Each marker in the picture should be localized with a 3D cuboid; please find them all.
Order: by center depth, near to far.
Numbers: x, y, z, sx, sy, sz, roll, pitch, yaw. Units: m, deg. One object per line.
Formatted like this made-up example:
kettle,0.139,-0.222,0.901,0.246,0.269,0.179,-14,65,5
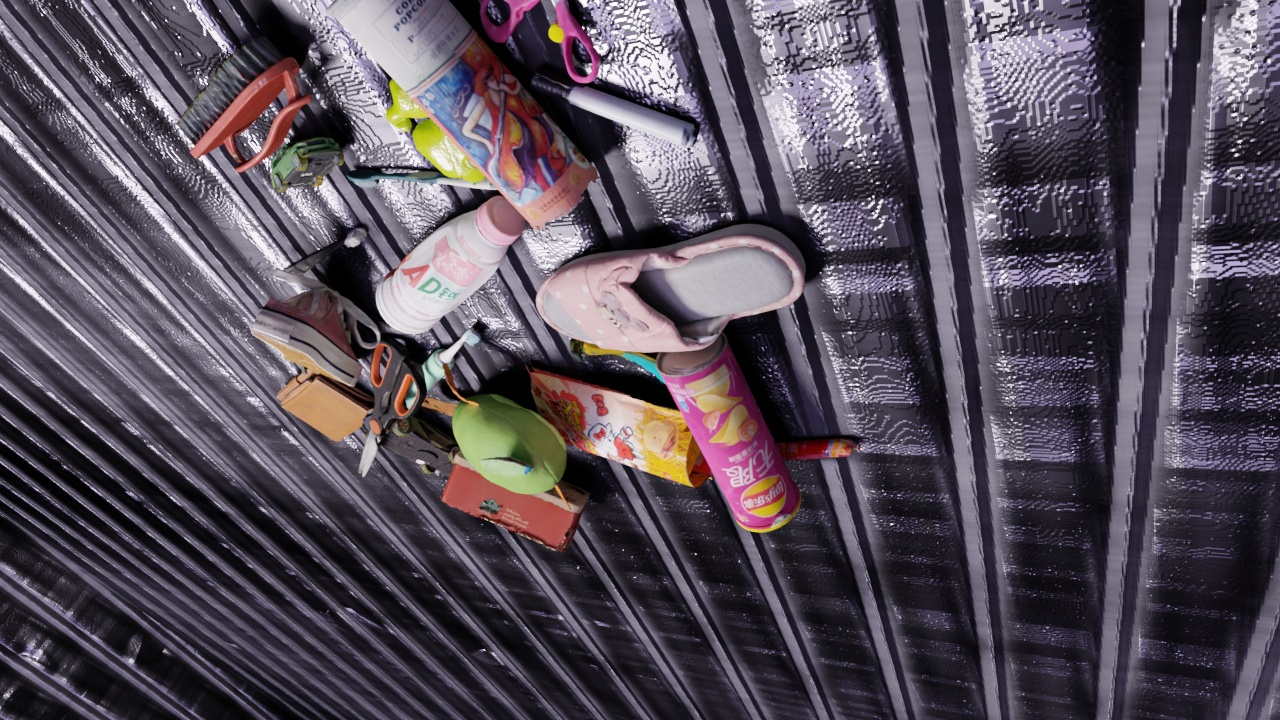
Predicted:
marker,-0.019,-0.186,0.673,0.131,0.018,0.023,21,162,5

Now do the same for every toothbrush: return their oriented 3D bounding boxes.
toothbrush,-0.179,-0.157,0.805,0.192,0.016,0.018,7,151,23
toothbrush,-0.336,-0.107,0.959,0.182,0.018,0.015,-15,137,44
toothbrush,-0.233,0.010,1.040,0.027,0.026,0.225,42,141,-10

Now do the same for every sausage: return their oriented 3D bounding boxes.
sausage,0.151,0.092,0.932,0.156,0.020,0.020,-10,133,38

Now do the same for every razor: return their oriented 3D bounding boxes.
razor,-0.005,0.005,0.901,0.132,0.028,0.043,20,168,11

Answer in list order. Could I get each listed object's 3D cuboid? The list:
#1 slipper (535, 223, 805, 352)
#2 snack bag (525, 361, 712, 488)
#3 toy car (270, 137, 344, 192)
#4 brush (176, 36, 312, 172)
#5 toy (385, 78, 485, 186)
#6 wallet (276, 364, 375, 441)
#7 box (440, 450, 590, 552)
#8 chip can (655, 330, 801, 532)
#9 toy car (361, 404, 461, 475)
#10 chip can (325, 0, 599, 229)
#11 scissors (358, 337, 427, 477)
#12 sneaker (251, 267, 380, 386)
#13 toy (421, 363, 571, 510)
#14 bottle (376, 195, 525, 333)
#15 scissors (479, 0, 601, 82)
slipper,0.015,-0.052,0.795,0.275,0.054,0.114,-9,133,37
snack bag,-0.024,0.069,0.977,0.208,0.073,0.129,13,144,27
toy car,-0.301,-0.178,0.822,0.091,0.043,0.036,-13,94,49
brush,-0.328,-0.213,0.778,0.146,0.063,0.069,-21,113,43
toy,-0.155,-0.186,0.737,0.097,0.031,0.100,-2,131,13
wallet,-0.412,0.054,1.190,0.119,0.035,0.131,40,140,-21
box,-0.156,0.175,1.134,0.168,0.079,0.091,23,-174,3
chip can,0.086,0.069,0.875,0.072,0.071,0.210,-5,129,34
toy car,-0.283,0.105,1.172,0.070,0.042,0.158,-21,136,36
chip can,-0.125,-0.195,0.676,0.071,0.071,0.214,-15,129,42
scissors,-0.315,0.058,1.100,0.236,0.021,0.136,-32,85,44
sneaker,-0.347,-0.035,0.997,0.118,0.087,0.241,22,168,1
toy,-0.150,0.089,1.016,0.227,0.089,0.247,47,163,-23
bottle,-0.174,-0.089,0.849,0.068,0.068,0.197,40,138,-21
scissors,-0.067,-0.251,0.623,0.125,0.017,0.133,12,139,22
